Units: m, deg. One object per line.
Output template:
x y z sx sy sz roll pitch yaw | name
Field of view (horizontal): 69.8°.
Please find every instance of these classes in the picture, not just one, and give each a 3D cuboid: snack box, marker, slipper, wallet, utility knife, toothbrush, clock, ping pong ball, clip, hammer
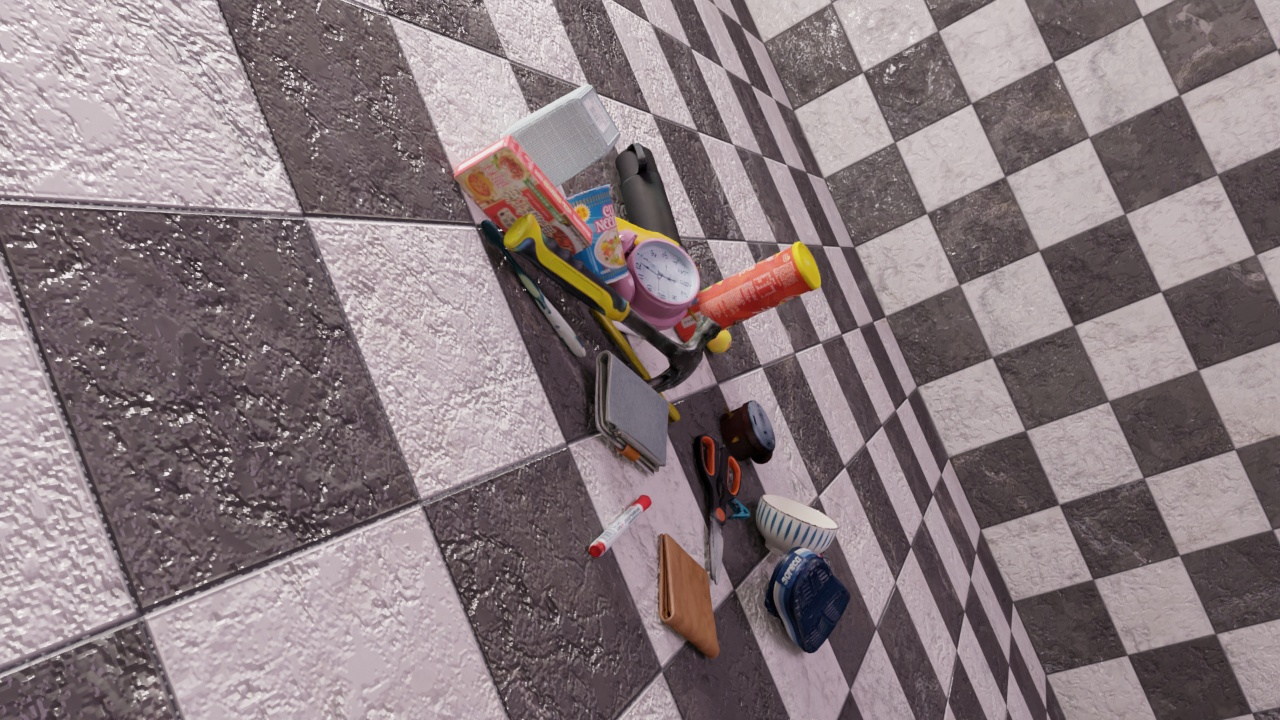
-0.125 -0.168 1.001 0.153 0.075 0.025 48 30 -35 | snack box
-0.020 0.173 0.967 0.017 0.017 0.145 64 24 -2 | marker
0.209 0.312 1.227 0.095 0.105 0.253 31 -13 33 | slipper
0.053 0.263 1.032 0.101 0.020 0.115 48 26 -37 | wallet
-0.013 -0.173 1.240 0.176 0.015 0.033 22 60 -22 | utility knife
-0.116 -0.077 1.010 0.191 0.016 0.018 54 15 -23 | toothbrush
-0.007 0.007 1.157 0.190 0.017 0.015 54 27 -21 | toothbrush
0.004 -0.108 1.195 0.158 0.060 0.117 17 56 -20 | clock
-0.013 0.065 1.059 0.129 0.037 0.106 43 41 -45 | wallet
0.004 -0.037 1.218 0.180 0.016 0.016 17 48 -59 | toothbrush
0.121 -0.032 1.426 0.040 0.040 0.040 46 30 -37 | ping pong ball
0.165 0.110 1.365 0.122 0.055 0.082 33 39 -52 | clock
0.134 0.207 1.260 0.055 0.013 0.034 31 42 -53 | clip
-0.034 -0.062 1.058 0.323 0.126 0.032 35 -1 -41 | hammer

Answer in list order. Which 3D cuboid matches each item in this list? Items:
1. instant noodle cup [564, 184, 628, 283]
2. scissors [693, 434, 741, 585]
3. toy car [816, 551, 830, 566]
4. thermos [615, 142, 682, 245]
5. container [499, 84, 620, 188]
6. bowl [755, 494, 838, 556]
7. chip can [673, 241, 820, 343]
-0.064 -0.141 1.091 0.110 0.099 0.099 70 23 -9 | instant noodle cup
0.087 0.184 1.184 0.139 0.022 0.234 53 30 -9 | scissors
0.240 0.273 1.369 0.045 0.053 0.120 5 54 -39 | toy car
0.015 -0.203 1.327 0.090 0.068 0.242 83 -7 -67 | thermos
-0.093 -0.272 1.121 0.090 0.112 0.089 57 25 -18 | container
0.215 0.242 1.302 0.116 0.116 0.066 7 105 -63 | bowl
0.148 -0.092 1.322 0.073 0.217 0.073 44 32 -37 | chip can
